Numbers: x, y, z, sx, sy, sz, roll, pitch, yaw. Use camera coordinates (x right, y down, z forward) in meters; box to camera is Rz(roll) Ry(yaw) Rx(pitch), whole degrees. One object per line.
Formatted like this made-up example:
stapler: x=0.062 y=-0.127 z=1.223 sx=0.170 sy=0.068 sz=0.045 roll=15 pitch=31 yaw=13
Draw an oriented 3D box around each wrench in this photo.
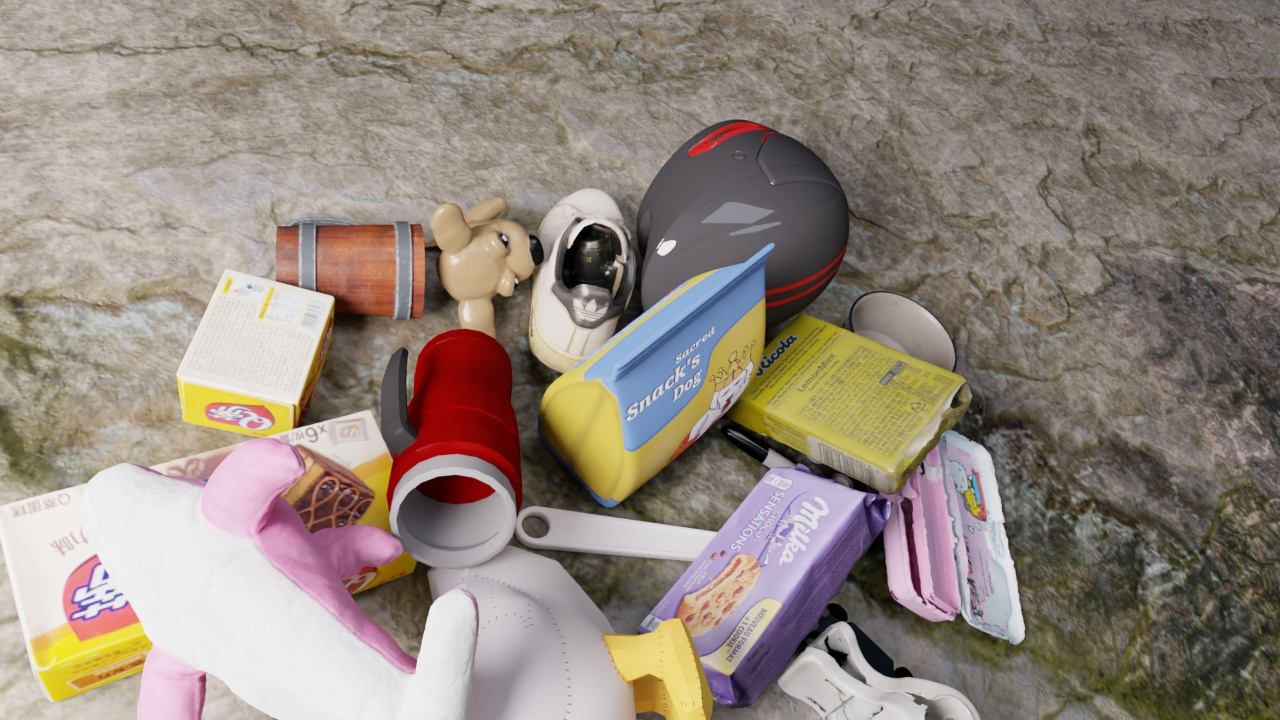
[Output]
wrench: x=0.034 y=0.146 z=0.731 sx=0.273 sy=0.018 sz=0.066 roll=9 pitch=52 yaw=-14

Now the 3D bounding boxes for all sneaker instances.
sneaker: x=-0.048 y=-0.100 z=0.820 sx=0.089 sy=0.103 sz=0.241 roll=14 pitch=42 yaw=-11

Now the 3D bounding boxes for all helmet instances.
helmet: x=0.100 y=-0.115 z=0.848 sx=0.264 sy=0.164 sz=0.170 roll=-31 pitch=52 yaw=-31

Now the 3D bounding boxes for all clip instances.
clip: x=0.170 y=0.251 z=0.636 sx=0.091 sy=0.126 sz=0.151 roll=-14 pitch=57 yaw=-33

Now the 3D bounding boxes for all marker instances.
marker: x=0.131 y=0.095 z=0.812 sx=0.138 sy=0.016 sz=0.022 roll=32 pitch=26 yaw=2

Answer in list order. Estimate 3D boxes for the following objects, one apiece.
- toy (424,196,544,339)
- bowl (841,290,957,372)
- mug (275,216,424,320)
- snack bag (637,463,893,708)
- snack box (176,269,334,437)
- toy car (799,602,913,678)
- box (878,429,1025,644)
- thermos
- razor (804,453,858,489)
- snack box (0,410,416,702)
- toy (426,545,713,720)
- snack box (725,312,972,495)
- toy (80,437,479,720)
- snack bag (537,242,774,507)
toy: x=-0.139 y=-0.093 z=0.799 sx=0.105 sy=0.134 sz=0.108 roll=-14 pitch=30 yaw=-6
bowl: x=0.244 y=-0.006 z=0.905 sx=0.115 sy=0.059 sz=0.115 roll=11 pitch=51 yaw=-14
mug: x=-0.241 y=-0.085 z=0.761 sx=0.111 sy=0.082 sz=0.117 roll=0 pitch=37 yaw=-18
snack bag: x=0.095 y=0.160 z=0.676 sx=0.204 sy=0.096 sz=0.058 roll=-43 pitch=123 yaw=-27
snack box: x=-0.283 y=-0.002 z=0.683 sx=0.083 sy=0.061 sz=0.105 roll=14 pitch=50 yaw=-13
toy car: x=0.163 y=0.232 z=0.705 sx=0.112 sy=0.034 sz=0.046 roll=43 pitch=50 yaw=14
box: x=0.267 y=0.139 z=0.814 sx=0.154 sy=0.045 sz=0.200 roll=30 pitch=46 yaw=-28
thermos: x=-0.134 y=0.045 z=0.638 sx=0.108 sy=0.084 sz=0.198 roll=47 pitch=12 yaw=-26
razor: x=0.182 y=0.044 z=0.847 sx=0.060 sy=0.057 sz=0.155 roll=9 pitch=48 yaw=3
snack box: x=-0.269 y=0.119 z=0.596 sx=0.229 sy=0.062 sz=0.110 roll=-15 pitch=62 yaw=-31
toy: x=-0.094 y=0.221 z=0.549 sx=0.267 sy=0.141 sz=0.246 roll=-10 pitch=51 yaw=-5
snack box: x=0.176 y=0.035 z=0.788 sx=0.181 sy=0.045 sz=0.121 roll=26 pitch=59 yaw=39
toy: x=-0.188 y=0.128 z=0.505 sx=0.266 sy=0.187 sz=0.127 roll=29 pitch=14 yaw=20
snack bag: x=0.017 y=0.006 z=0.687 sx=0.158 sy=0.206 sz=0.102 roll=-38 pitch=78 yaw=-26
